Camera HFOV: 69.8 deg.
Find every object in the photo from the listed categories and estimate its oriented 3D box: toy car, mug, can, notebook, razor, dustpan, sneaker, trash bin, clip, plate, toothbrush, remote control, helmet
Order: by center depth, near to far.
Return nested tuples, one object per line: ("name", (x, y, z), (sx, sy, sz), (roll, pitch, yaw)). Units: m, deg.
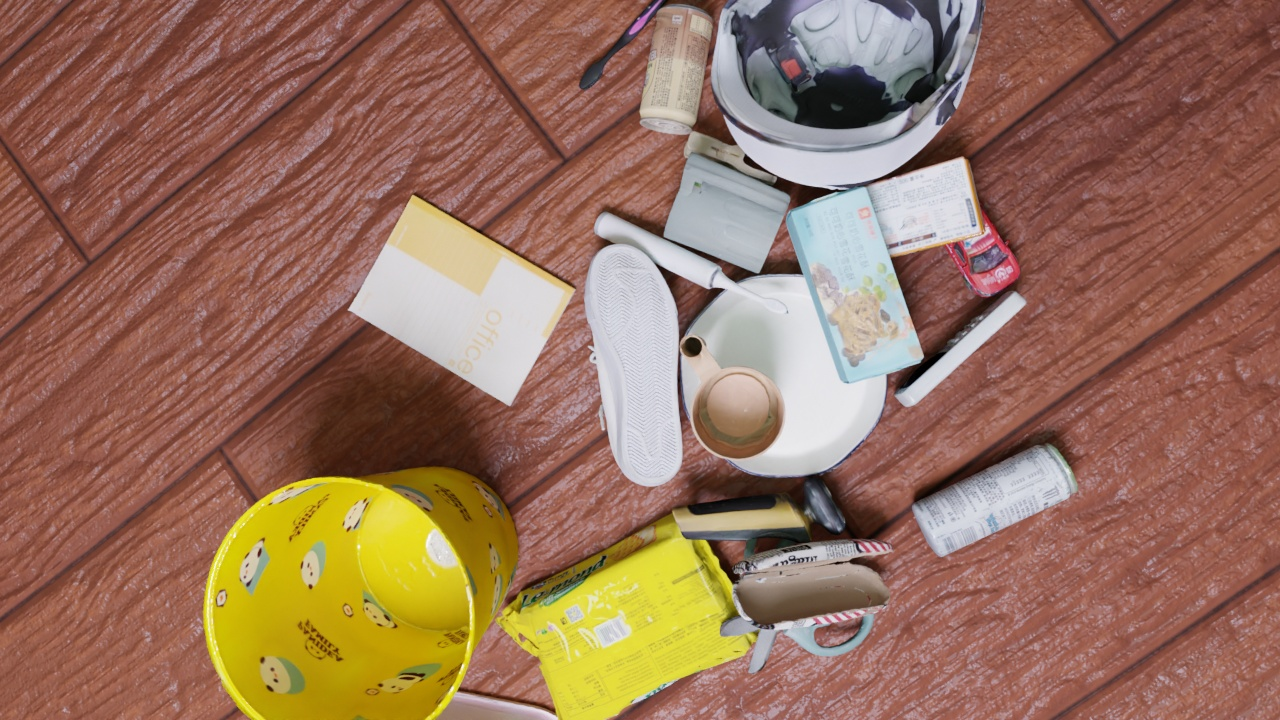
("helmet", (0.185, -0.256, 0.851), (0.229, 0.146, 0.258), (23, 72, 20))
("mug", (0.079, 0.029, 0.857), (0.084, 0.103, 0.124), (-35, 87, 6))
("trash bin", (-0.233, 0.207, 0.866), (0.230, 0.255, 0.229), (0, 91, 6))
("mug", (0.087, -0.147, 0.890), (0.103, 0.124, 0.083), (24, 74, 3))
("razor", (0.114, 0.149, 0.894), (0.167, 0.062, 0.068), (-3, 113, -7))
("can", (0.344, 0.136, 0.896), (0.147, 0.058, 0.058), (-27, 88, 6))
("remote control", (0.310, -0.012, 0.897), (0.150, 0.058, 0.021), (-43, 84, 5))
("toy car", (0.325, -0.119, 0.901), (0.053, 0.045, 0.120), (-33, 90, 8))
("toothbrush", (0.049, -0.095, 0.911), (0.221, 0.026, 0.027), (28, 97, 22))
("clip", (0.093, -0.207, 0.923), (0.099, 0.066, 0.034), (17, 93, -5))
("can", (0.036, -0.291, 0.923), (0.058, 0.058, 0.116), (10, 92, 6))
("sneaker", (-0.006, 0.005, 0.925), (0.089, 0.091, 0.242), (-7, 84, -9))
("plate", (0.142, 0.015, 0.925), (0.205, 0.045, 0.205), (0, 92, 7))
("toothbrush", (0.002, -0.351, 0.951), (0.014, 0.018, 0.189), (43, 92, 3))
("notebook", (-0.191, -0.064, 0.979), (0.206, 0.010, 0.146), (31, 95, 5))
("dustpan", (-0.181, 0.468, 0.991), (0.274, 0.138, 0.222), (9, 94, 34))

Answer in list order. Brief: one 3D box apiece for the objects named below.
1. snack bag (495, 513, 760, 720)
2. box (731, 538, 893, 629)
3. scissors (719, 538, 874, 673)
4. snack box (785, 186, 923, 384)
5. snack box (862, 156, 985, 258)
("snack bag", (-0.010, 0.269, 0.937), (0.247, 0.068, 0.158), (-29, 88, 7))
("box", (0.166, 0.198, 0.873), (0.162, 0.076, 0.088), (-3, 122, -17))
("scissors", (0.150, 0.222, 0.917), (0.170, 0.019, 0.181), (-6, 76, -18))
("snack box", (0.201, -0.070, 0.867), (0.074, 0.051, 0.175), (-19, 88, 4))
("snack box", (0.248, -0.139, 0.892), (0.154, 0.026, 0.075), (-13, 91, 28))
